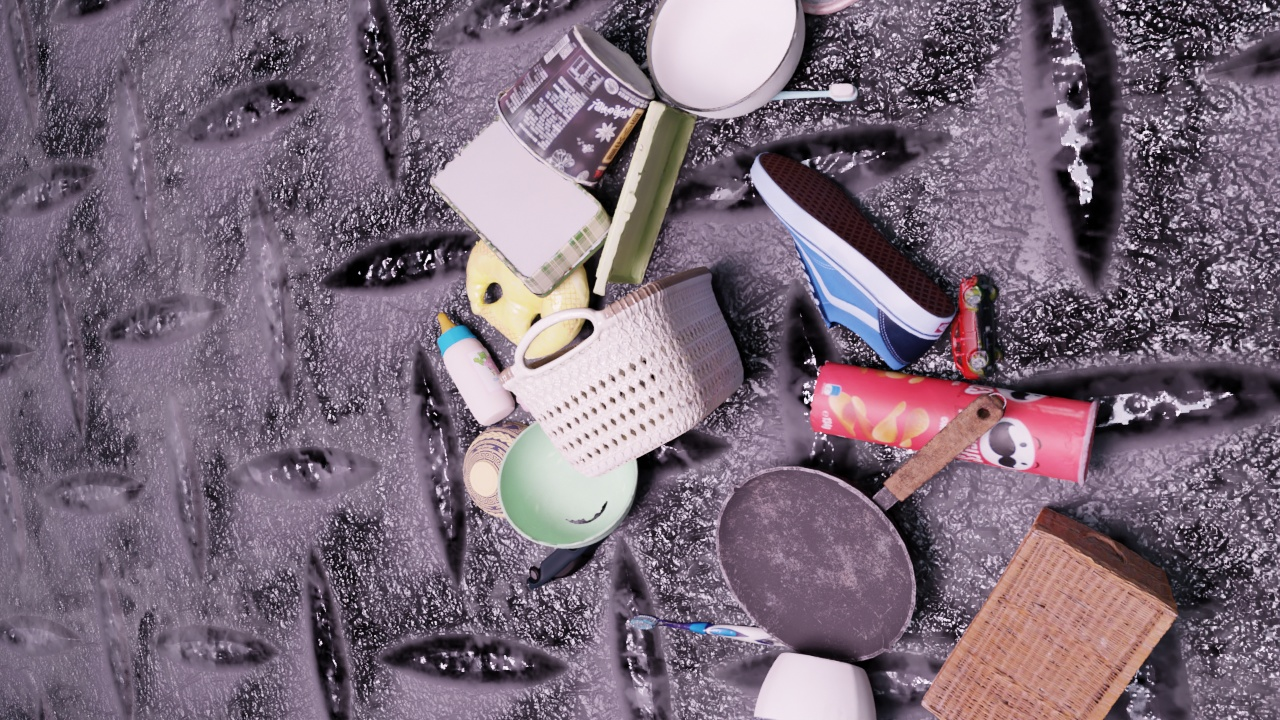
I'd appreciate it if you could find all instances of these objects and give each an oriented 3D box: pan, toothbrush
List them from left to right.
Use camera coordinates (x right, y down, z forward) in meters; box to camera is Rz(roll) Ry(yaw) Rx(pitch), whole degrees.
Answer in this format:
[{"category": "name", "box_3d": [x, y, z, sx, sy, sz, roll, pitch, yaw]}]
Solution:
[{"category": "toothbrush", "box_3d": [0.072, 0.286, 0.971, 0.189, 0.017, 0.016, -2, 93, 29]}, {"category": "toothbrush", "box_3d": [0.121, -0.259, 0.892, 0.181, 0.016, 0.016, 7, 94, 29]}, {"category": "pan", "box_3d": [0.205, 0.140, 0.833, 0.207, 0.040, 0.358, 47, 127, 13]}]

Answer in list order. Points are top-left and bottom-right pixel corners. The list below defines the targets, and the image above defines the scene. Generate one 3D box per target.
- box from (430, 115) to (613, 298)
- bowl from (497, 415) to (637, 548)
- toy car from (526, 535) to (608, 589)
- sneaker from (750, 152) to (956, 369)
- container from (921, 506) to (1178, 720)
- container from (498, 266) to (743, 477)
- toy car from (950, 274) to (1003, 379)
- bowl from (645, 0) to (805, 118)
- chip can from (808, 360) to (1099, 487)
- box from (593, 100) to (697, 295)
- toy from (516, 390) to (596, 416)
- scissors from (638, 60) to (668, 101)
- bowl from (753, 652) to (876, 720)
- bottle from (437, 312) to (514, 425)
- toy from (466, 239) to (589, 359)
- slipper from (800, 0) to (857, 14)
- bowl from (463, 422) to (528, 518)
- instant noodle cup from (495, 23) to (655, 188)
[{"category": "box", "box_3d": [-0.128, -0.166, 0.976, 0.117, 0.050, 0.205, -46, 59, -1]}, {"category": "bowl", "box_3d": [-0.071, 0.136, 0.987, 0.151, 0.077, 0.150, -5, 62, 9]}, {"category": "toy car", "box_3d": [-0.082, 0.224, 1.033, 0.112, 0.046, 0.034, -43, 72, 24]}, {"category": "sneaker", "box_3d": [0.171, -0.087, 0.846, 0.241, 0.083, 0.098, 50, 133, 21]}, {"category": "container", "box_3d": [0.339, 0.231, 0.764, 0.114, 0.112, 0.199, 32, 109, 23]}, {"category": "container", "box_3d": [-0.005, 0.005, 0.867, 0.185, 0.245, 0.143, -30, 89, 24]}, {"category": "toy car", "box_3d": [0.294, -0.029, 0.804, 0.036, 0.042, 0.091, 3, 99, 39]}, {"category": "bowl", "box_3d": [0.088, -0.297, 0.865, 0.154, 0.072, 0.153, -5, 81, 31]}, {"category": "chip can", "box_3d": [0.270, 0.051, 0.809, 0.233, 0.073, 0.073, 10, 99, 28]}, {"category": "box", "box_3d": [-0.002, -0.161, 0.903, 0.044, 0.141, 0.188, 21, 107, 9]}, {"category": "toy", "box_3d": [-0.082, 0.033, 1.016, 0.110, 0.047, 0.063, -5, 96, 18]}, {"category": "scissors", "box_3d": [-0.012, -0.307, 0.962, 0.170, 0.014, 0.095, 16, 104, 23]}, {"category": "bowl", "box_3d": [0.169, 0.320, 0.872, 0.116, 0.116, 0.065, 1, 66, 29]}, {"category": "bottle", "box_3d": [-0.200, 0.005, 1.074, 0.051, 0.051, 0.146, -38, 77, 26]}, {"category": "toy", "box_3d": [-0.122, -0.092, 1.013, 0.170, 0.064, 0.155, 39, 108, 24]}, {"category": "slipper", "box_3d": [0.238, -0.403, 0.791, 0.275, 0.054, 0.114, -31, 80, 29]}, {"category": "bowl", "box_3d": [-0.162, 0.131, 1.059, 0.113, 0.061, 0.112, 3, 96, 29]}, {"category": "instant noodle cup", "box_3d": [-0.058, -0.258, 0.917, 0.112, 0.137, 0.137, -45, 74, 25]}]
